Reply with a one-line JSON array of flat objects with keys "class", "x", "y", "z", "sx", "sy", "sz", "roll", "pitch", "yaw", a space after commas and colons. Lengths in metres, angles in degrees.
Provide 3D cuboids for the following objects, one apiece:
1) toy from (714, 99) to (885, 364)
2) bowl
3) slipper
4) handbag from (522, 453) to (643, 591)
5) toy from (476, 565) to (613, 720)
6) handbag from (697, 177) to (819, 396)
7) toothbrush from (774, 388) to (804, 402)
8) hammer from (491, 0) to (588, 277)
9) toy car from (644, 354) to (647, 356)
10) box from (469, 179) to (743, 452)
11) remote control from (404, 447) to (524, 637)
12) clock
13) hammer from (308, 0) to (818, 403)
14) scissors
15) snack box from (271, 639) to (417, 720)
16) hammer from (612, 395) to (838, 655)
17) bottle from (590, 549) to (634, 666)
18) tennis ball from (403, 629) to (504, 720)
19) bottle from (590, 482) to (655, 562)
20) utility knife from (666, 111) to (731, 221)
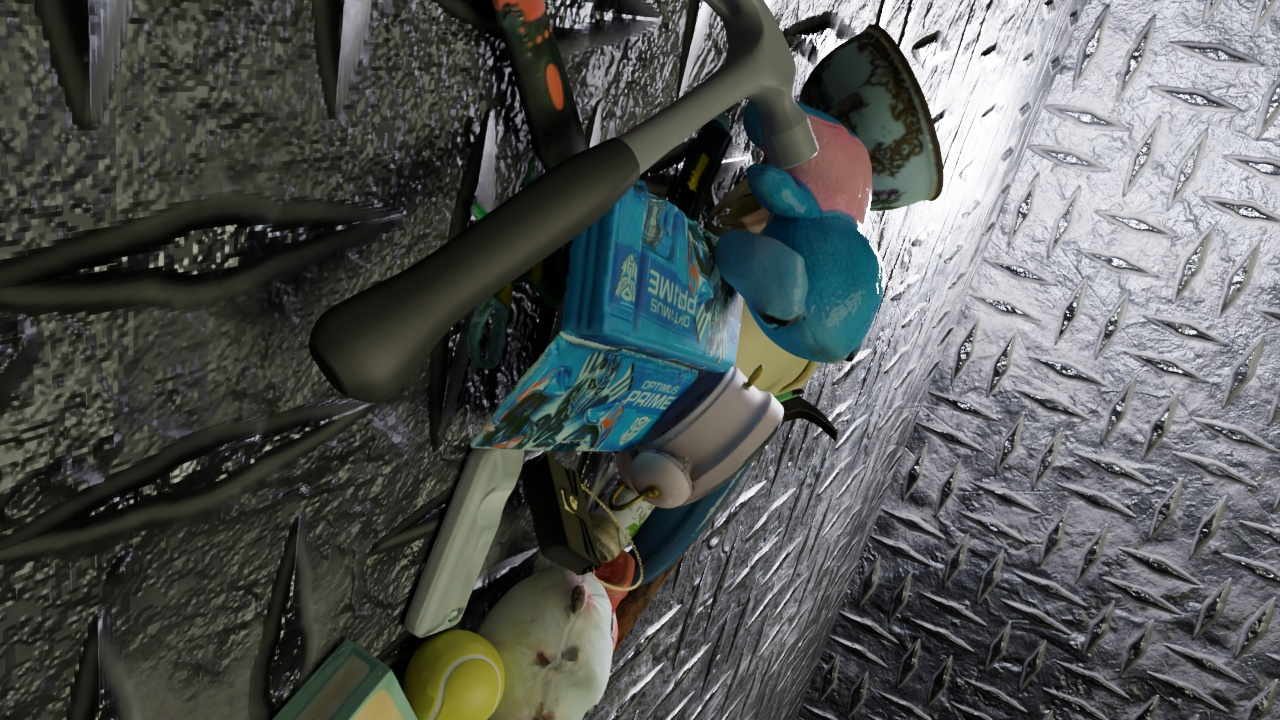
[{"class": "toy", "x": 0.131, "y": -0.087, "z": 0.674, "sx": 0.223, "sy": 0.099, "sz": 0.191, "roll": 21, "pitch": 66, "yaw": -55}, {"class": "bowl", "x": 0.182, "y": -0.193, "z": 0.790, "sx": 0.094, "sy": 0.159, "sz": 0.160, "roll": -23, "pitch": 154, "yaw": 5}, {"class": "slipper", "x": 0.038, "y": 0.128, "z": 0.845, "sx": 0.214, "sy": 0.059, "sz": 0.103, "roll": -51, "pitch": -175, "yaw": 11}, {"class": "handbag", "x": -0.030, "y": 0.131, "z": 0.688, "sx": 0.027, "sy": 0.084, "sz": 0.178, "roll": -24, "pitch": 148, "yaw": 11}, {"class": "toy", "x": -0.073, "y": 0.224, "z": 0.703, "sx": 0.180, "sy": 0.101, "sz": 0.138, "roll": 101, "pitch": 6, "yaw": -77}, {"class": "handbag", "x": 0.111, "y": -0.055, "z": 0.817, "sx": 0.190, "sy": 0.088, "sz": 0.233, "roll": -36, "pitch": 144, "yaw": -43}, {"class": "toothbrush", "x": 0.066, "y": 0.052, "z": 0.808, "sx": 0.187, "sy": 0.014, "sz": 0.017, "roll": -18, "pitch": 125, "yaw": -20}, {"class": "hammer", "x": -0.052, "y": -0.149, "z": 0.431, "sx": 0.132, "sy": 0.033, "sz": 0.334, "roll": -56, "pitch": 155, "yaw": -25}, {"class": "toy car", "x": -0.004, "y": 0.004, "z": 0.704, "sx": 0.089, "sy": 0.025, "sz": 0.038, "roll": -55, "pitch": 155, "yaw": -23}, {"class": "box", "x": 0.004, "y": -0.009, "z": 0.584, "sx": 0.175, "sy": 0.060, "sz": 0.243, "roll": -66, "pitch": 158, "yaw": 4}, {"class": "remote control", "x": -0.110, "y": 0.115, "z": 0.590, "sx": 0.050, "sy": 0.022, "sz": 0.133, "roll": 8, "pitch": 106, "yaw": -66}, {"class": "clock", "x": 0.037, "y": 0.067, "z": 0.728, "sx": 0.158, "sy": 0.059, "sz": 0.117, "roll": -42, "pitch": -172, "yaw": -7}, {"class": "hammer", "x": -0.024, "y": -0.088, "z": 0.435, "sx": 0.310, "sy": 0.030, "sz": 0.125, "roll": -42, "pitch": 118, "yaw": -30}, {"class": "scissors", "x": -0.074, "y": -0.049, "z": 0.516, "sx": 0.123, "sy": 0.012, "sz": 0.127, "roll": -63, "pitch": 157, "yaw": -13}, {"class": "snack box", "x": -0.203, "y": 0.275, "z": 0.522, "sx": 0.193, "sy": 0.044, "sz": 0.142, "roll": -49, "pitch": 152, "yaw": -34}, {"class": "hammer", "x": 0.065, "y": 0.160, "z": 0.927, "sx": 0.329, "sy": 0.120, "sz": 0.033, "roll": -51, "pitch": 154, "yaw": -16}, {"class": "bottle", "x": -0.041, "y": 0.230, "z": 0.815, "sx": 0.071, "sy": 0.048, "sz": 0.134, "roll": -75, "pitch": 177, "yaw": -58}, {"class": "tennis ball", "x": -0.122, "y": 0.211, "z": 0.605, "sx": 0.065, "sy": 0.065, "sz": 0.065, "roll": -47, "pitch": 151, "yaw": -36}, {"class": "bottle", "x": -0.009, "y": 0.121, "z": 0.792, "sx": 0.109, "sy": 0.043, "sz": 0.043, "roll": -51, "pitch": 153, "yaw": -26}, {"class": "utility knife", "x": 0.027, "y": -0.103, "z": 0.661, "sx": 0.174, "sy": 0.029, "sz": 0.020, "roll": -67, "pitch": 162, "yaw": 1}]
